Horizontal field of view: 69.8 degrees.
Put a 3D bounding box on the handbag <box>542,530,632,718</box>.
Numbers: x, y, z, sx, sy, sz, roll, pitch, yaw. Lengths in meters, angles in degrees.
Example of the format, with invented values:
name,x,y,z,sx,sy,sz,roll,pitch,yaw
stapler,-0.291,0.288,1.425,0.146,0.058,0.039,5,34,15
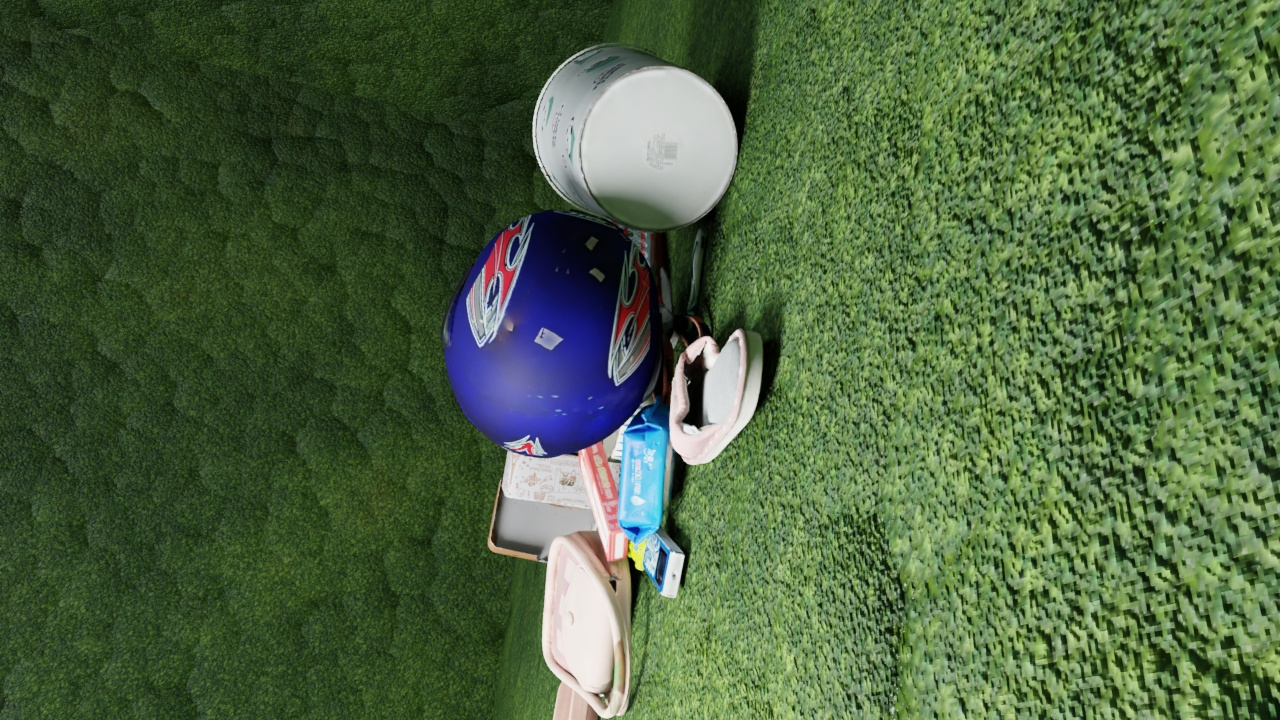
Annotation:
name,x,y,z,sx,sy,sz,roll,pitch,yaw
handbag,-0.050,0.337,1.133,0.234,0.093,0.193,-138,52,-65

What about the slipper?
name,x,y,z,sx,sy,sz,roll,pitch,yaw
slipper,0.059,0.036,0.887,0.275,0.054,0.114,127,151,-74

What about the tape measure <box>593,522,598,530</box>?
name,x,y,z,sx,sy,sz,roll,pitch,yaw
tape measure,-0.048,0.255,1.330,0.066,0.033,0.066,-104,28,-61

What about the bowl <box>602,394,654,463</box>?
name,x,y,z,sx,sy,sz,roll,pitch,yaw
bowl,-0.005,0.077,1.175,0.116,0.066,0.116,-171,91,-79

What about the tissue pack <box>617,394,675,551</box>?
name,x,y,z,sx,sy,sz,roll,pitch,yaw
tissue pack,0.010,0.123,1.014,0.094,0.052,0.157,-54,-31,-73

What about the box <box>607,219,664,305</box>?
name,x,y,z,sx,sy,sz,roll,pitch,yaw
box,-0.018,-0.134,1.358,0.201,0.101,0.095,-92,16,-50

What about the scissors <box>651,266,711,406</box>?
name,x,y,z,sx,sy,sz,roll,pitch,yaw
scissors,0.037,-0.030,1.090,0.189,0.015,0.225,150,130,-62

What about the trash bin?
name,x,y,z,sx,sy,sz,roll,pitch,yaw
trash bin,-0.006,-0.268,1.122,0.251,0.229,0.230,-122,43,-68

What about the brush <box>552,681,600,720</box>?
name,x,y,z,sx,sy,sz,roll,pitch,yaw
brush,-0.088,0.493,1.242,0.073,0.063,0.145,119,161,-72

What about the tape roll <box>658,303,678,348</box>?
name,x,y,z,sx,sy,sz,roll,pitch,yaw
tape roll,0.012,-0.034,1.193,0.086,0.014,0.085,-16,63,34

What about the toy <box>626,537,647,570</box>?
name,x,y,z,sx,sy,sz,roll,pitch,yaw
toy,-0.001,0.211,1.121,0.100,0.031,0.097,-102,24,-54

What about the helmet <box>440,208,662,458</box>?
name,x,y,z,sx,sy,sz,roll,pitch,yaw
helmet,-0.091,-0.053,1.045,0.241,0.247,0.314,117,164,-51

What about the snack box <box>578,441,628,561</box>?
name,x,y,z,sx,sy,sz,roll,pitch,yaw
snack box,-0.048,0.166,1.145,0.075,0.025,0.152,94,161,-50

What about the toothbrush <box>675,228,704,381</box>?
name,x,y,z,sx,sy,sz,roll,pitch,yaw
toothbrush,0.060,-0.068,1.098,0.016,0.018,0.191,160,119,-65

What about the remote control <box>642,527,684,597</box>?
name,x,y,z,sx,sy,sz,roll,pitch,yaw
remote control,0.025,0.216,0.993,0.125,0.024,0.049,-166,86,-81

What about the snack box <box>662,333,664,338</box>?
name,x,y,z,sx,sy,sz,roll,pitch,yaw
snack box,-0.008,0.008,1.300,0.175,0.051,0.074,127,152,-70

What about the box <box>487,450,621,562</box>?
name,x,y,z,sx,sy,sz,roll,pitch,yaw
box,-0.135,0.229,1.416,0.154,0.182,0.184,168,112,-80
